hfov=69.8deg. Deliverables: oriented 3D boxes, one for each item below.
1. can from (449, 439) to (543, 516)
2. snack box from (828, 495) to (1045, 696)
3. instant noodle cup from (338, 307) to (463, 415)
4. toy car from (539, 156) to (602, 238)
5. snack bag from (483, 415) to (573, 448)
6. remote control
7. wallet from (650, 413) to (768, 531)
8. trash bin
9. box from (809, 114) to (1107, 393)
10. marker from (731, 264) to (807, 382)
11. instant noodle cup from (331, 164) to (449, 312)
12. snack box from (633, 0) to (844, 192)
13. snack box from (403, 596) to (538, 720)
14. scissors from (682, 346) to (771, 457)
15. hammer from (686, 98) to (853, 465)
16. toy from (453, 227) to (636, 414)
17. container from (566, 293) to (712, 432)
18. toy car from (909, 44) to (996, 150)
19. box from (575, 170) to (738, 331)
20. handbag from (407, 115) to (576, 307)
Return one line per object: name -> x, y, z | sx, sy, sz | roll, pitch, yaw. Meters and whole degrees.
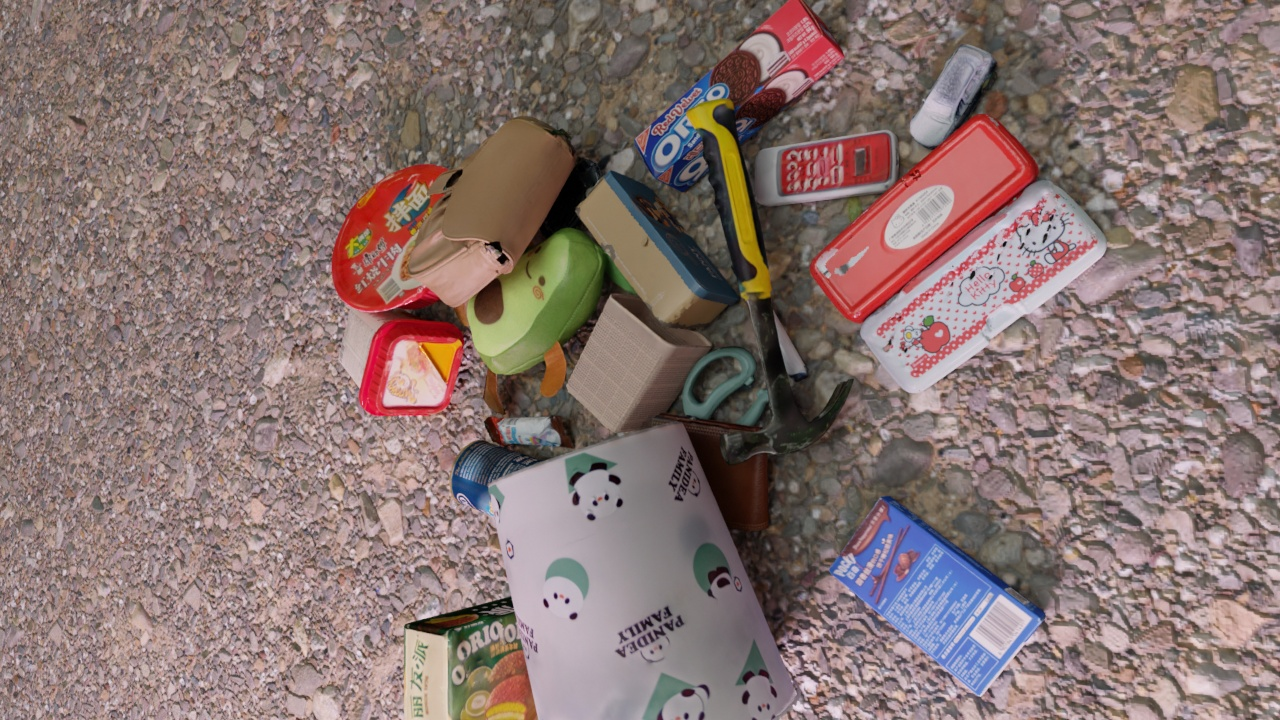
can -> -0.140, 0.135, 0.991 | 0.111, 0.075, 0.075 | 13, 95, 32
snack box -> 0.246, 0.195, 0.773 | 0.157, 0.026, 0.085 | 39, 107, 28
instant noodle cup -> -0.286, -0.007, 1.073 | 0.124, 0.116, 0.117 | 32, 110, 41
toy car -> -0.073, -0.171, 0.989 | 0.106, 0.031, 0.049 | -49, 66, 32
snack bag -> -0.123, 0.078, 1.009 | 0.105, 0.026, 0.045 | -3, 119, 29
remote control -> 0.169, -0.176, 0.845 | 0.136, 0.020, 0.056 | -1, 88, 32
wallet -> 0.065, 0.105, 0.874 | 0.125, 0.032, 0.101 | 6, 106, 31
trash bin -> -0.009, 0.200, 0.802 | 0.230, 0.229, 0.251 | -22, 81, 29
box -> 0.259, -0.087, 0.773 | 0.201, 0.037, 0.157 | -43, 69, 24
marker -> 0.123, -0.039, 0.868 | 0.018, 0.022, 0.130 | -39, 70, 36
instant noodle cup -> -0.265, -0.130, 1.067 | 0.194, 0.066, 0.193 | -12, 61, 23
snack box -> 0.090, -0.248, 0.876 | 0.208, 0.058, 0.057 | -37, 67, 25
snack box -> -0.115, 0.287, 0.872 | 0.063, 0.239, 0.114 | -3, 87, 34
scissors -> 0.061, 0.058, 0.896 | 0.180, 0.019, 0.139 | -37, 79, 32
hammer -> 0.103, -0.077, 0.822 | 0.126, 0.032, 0.323 | -12, 85, -9
toy -> -0.119, -0.056, 0.974 | 0.247, 0.089, 0.226 | -37, 61, 35
container -> -0.005, 0.005, 0.907 | 0.090, 0.090, 0.111 | 41, 111, 27
toy car -> 0.264, -0.223, 0.780 | 0.043, 0.034, 0.091 | 37, 108, 24
box -> 0.018, -0.101, 0.897 | 0.060, 0.089, 0.184 | -47, 68, 21
handbag -> -0.154, -0.157, 0.931 | 0.148, 0.100, 0.204 | -13, 44, 49
